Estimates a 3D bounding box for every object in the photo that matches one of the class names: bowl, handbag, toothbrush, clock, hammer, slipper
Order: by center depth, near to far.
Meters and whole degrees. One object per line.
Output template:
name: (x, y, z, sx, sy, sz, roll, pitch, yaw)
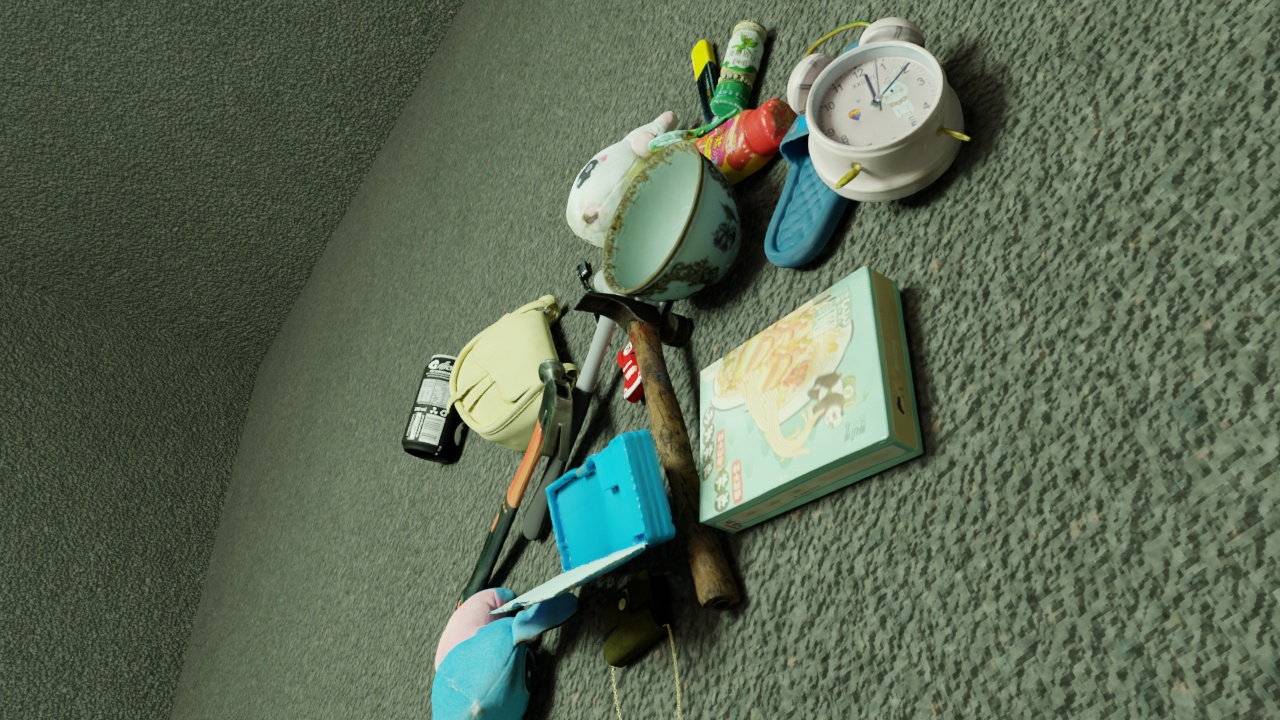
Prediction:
clock: (0.178, -0.200, 0.706, 0.117, 0.059, 0.157, -23, 59, 14)
handbag: (0.002, 0.265, 0.752, 0.084, 0.027, 0.177, -47, 35, 32)
slipper: (0.155, -0.183, 0.797, 0.104, 0.059, 0.213, 22, 90, 64)
hammer: (0.021, 0.066, 0.804, 0.033, 0.120, 0.329, -54, 36, 35)
bowl: (0.044, -0.122, 0.901, 0.160, 0.094, 0.159, -40, 38, 40)
hammer: (-0.068, 0.053, 1.001, 0.311, 0.029, 0.125, -70, 22, 8)
hammer: (-0.147, 0.168, 1.032, 0.334, 0.033, 0.133, -65, 23, 23)
toothbrush: (-0.057, -0.073, 1.127, 0.017, 0.014, 0.187, -46, 33, 19)
handbag: (-0.160, 0.021, 1.156, 0.191, 0.088, 0.232, -52, 30, 18)

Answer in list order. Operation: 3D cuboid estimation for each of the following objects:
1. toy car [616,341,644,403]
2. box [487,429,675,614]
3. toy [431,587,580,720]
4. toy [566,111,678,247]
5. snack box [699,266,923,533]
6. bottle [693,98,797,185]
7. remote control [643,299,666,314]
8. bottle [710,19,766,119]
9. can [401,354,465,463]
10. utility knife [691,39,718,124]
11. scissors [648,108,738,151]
toy car: (-0.006, 0.006, 0.963, 0.038, 0.025, 0.089, -51, 31, 26)
box: (-0.067, 0.150, 0.800, 0.244, 0.113, 0.114, 138, 121, -63)
toy: (-0.156, 0.305, 0.936, 0.224, 0.099, 0.191, -57, 17, 2)
toy: (-0.014, -0.214, 1.074, 0.179, 0.101, 0.139, -58, 5, -4)
snack box: (0.120, 0.036, 0.702, 0.194, 0.044, 0.141, -34, 43, 44)
bottle: (0.101, -0.215, 0.923, 0.134, 0.048, 0.071, -20, 51, 53)
remote control: (-0.005, -0.073, 1.025, 0.050, 0.022, 0.133, -65, 28, 2)
bottle: (0.109, -0.316, 0.997, 0.043, 0.042, 0.109, -10, 60, 58)
can: (-0.295, 0.072, 1.354, 0.080, 0.080, 0.145, -17, 55, 55)
utility knife: (0.079, -0.322, 1.074, 0.029, 0.020, 0.173, -44, 34, 37)
scissors: (0.063, -0.245, 0.980, 0.131, 0.112, 0.012, -19, 84, 64)
